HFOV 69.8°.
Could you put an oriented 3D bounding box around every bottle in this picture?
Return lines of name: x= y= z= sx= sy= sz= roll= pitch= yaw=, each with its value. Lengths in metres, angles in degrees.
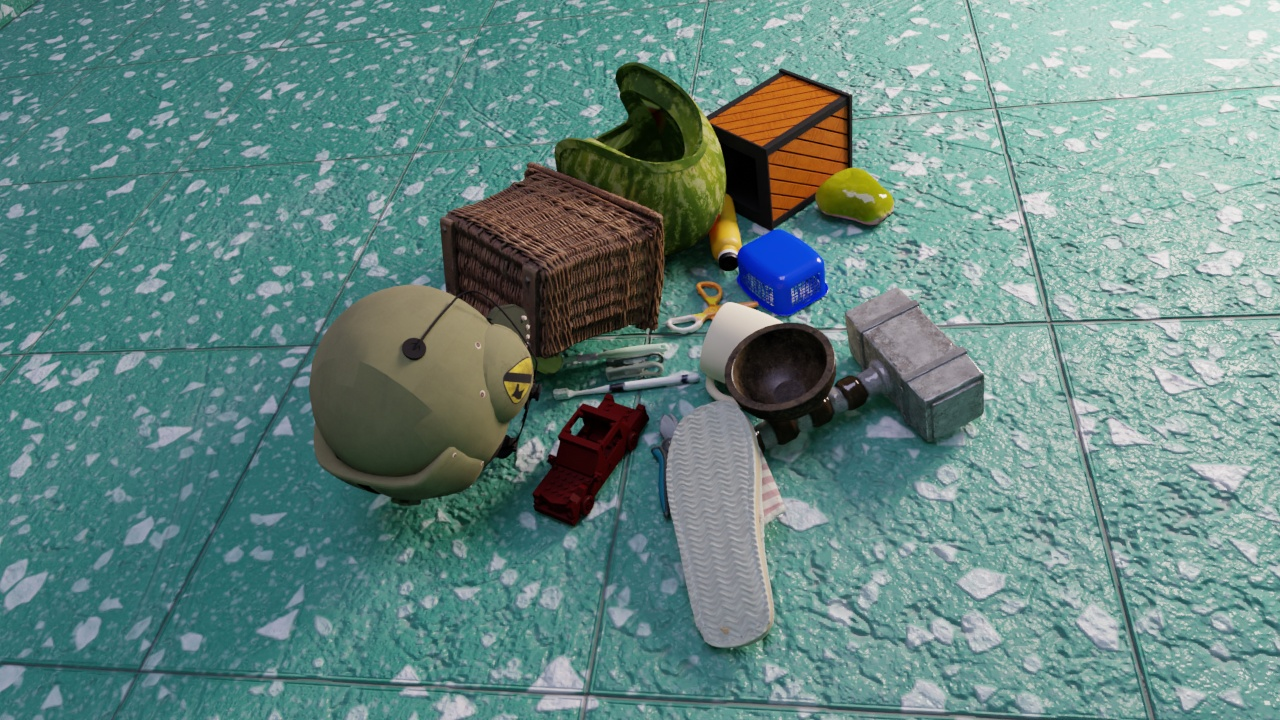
bottle: x=0.120 y=-0.184 z=1.320 sx=0.043 sy=0.043 sz=0.143 roll=-8 pitch=44 yaw=5

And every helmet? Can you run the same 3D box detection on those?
helmet: x=-0.246 y=0.043 z=1.014 sx=0.251 sy=0.256 sz=0.232 roll=8 pitch=45 yaw=23
helmet: x=0.001 y=-0.255 z=1.281 sx=0.243 sy=0.248 sz=0.212 roll=31 pitch=65 yaw=2

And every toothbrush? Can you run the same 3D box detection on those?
toothbrush: x=-0.019 y=0.032 z=1.157 sx=0.187 sy=0.017 sz=0.012 roll=-7 pitch=71 yaw=6
toothbrush: x=-0.040 y=-0.007 z=1.202 sx=0.155 sy=0.015 sz=0.022 roll=-7 pitch=75 yaw=5

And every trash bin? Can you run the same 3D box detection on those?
trash bin: x=0.203 y=-0.315 z=1.362 sx=0.171 sy=0.140 sz=0.140 roll=-35 pitch=48 yaw=-21

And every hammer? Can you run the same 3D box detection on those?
hammer: x=0.209 y=0.052 z=1.048 sx=0.326 sy=0.079 sz=0.176 roll=-26 pitch=45 yaw=-4

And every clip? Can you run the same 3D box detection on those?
clip: x=-0.007 y=0.008 z=1.175 sx=0.076 sy=0.023 sz=0.044 roll=-7 pitch=46 yaw=9

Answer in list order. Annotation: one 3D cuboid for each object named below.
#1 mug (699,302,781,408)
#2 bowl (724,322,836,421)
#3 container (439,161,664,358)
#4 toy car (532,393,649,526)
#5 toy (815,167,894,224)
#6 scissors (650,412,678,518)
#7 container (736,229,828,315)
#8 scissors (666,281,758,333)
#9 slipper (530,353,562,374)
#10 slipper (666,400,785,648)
mug: x=0.132 y=0.001 z=1.103 sx=0.100 sy=0.096 sz=0.120 roll=22 pitch=92 yaw=21
bowl: x=0.158 y=0.022 z=1.011 sx=0.121 sy=0.056 sz=0.121 roll=-14 pitch=47 yaw=15
container: x=-0.120 y=-0.121 z=1.150 sx=0.250 sy=0.162 sz=0.182 roll=28 pitch=40 yaw=35
toy car: x=-0.058 y=0.105 z=1.060 sx=0.070 sy=0.062 sz=0.169 roll=17 pitch=52 yaw=28
toy: x=0.311 y=-0.232 z=1.317 sx=0.090 sy=0.051 sz=0.110 roll=-35 pitch=51 yaw=-18
scissors: x=0.034 y=0.121 z=1.053 sx=0.133 sy=0.019 sz=0.145 roll=29 pitch=59 yaw=34
container: x=0.188 y=-0.123 z=1.231 sx=0.096 sy=0.058 sz=0.114 roll=-29 pitch=46 yaw=-15
scissors: x=0.093 y=-0.064 z=1.230 sx=0.131 sy=0.011 sz=0.125 roll=-23 pitch=43 yaw=-7
slipper: x=-0.184 y=-0.011 z=1.205 sx=0.191 sy=0.091 sz=0.081 roll=24 pitch=87 yaw=37
slipper: x=0.092 y=0.167 z=0.952 sx=0.115 sy=0.052 sz=0.262 roll=-17 pitch=56 yaw=20
